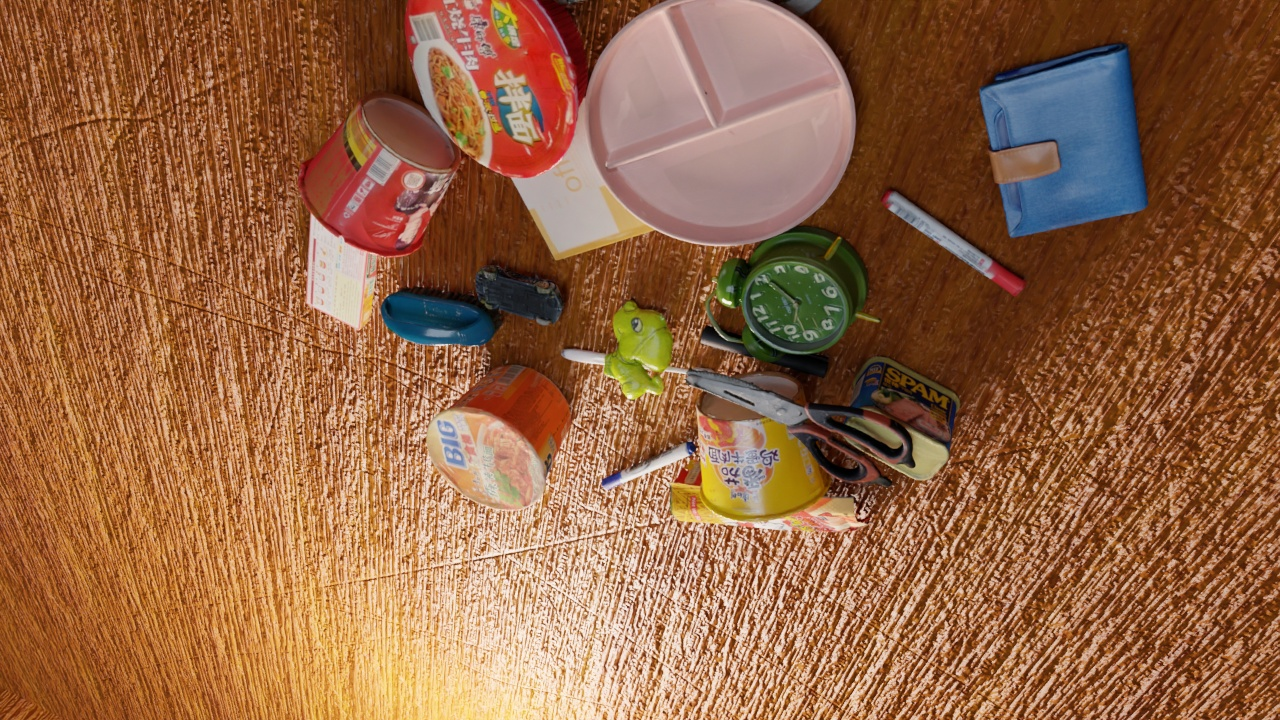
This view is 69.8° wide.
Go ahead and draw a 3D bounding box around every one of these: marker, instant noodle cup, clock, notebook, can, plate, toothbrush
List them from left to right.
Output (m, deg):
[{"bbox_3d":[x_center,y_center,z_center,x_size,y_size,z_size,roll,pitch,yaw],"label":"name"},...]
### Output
[{"bbox_3d":[-0.249,-0.187,0.907,0.138,0.137,0.109,41,122,-8],"label":"instant noodle cup"},{"bbox_3d":[-0.157,0.084,1.073,0.151,0.111,0.152,13,129,16],"label":"instant noodle cup"},{"bbox_3d":[-0.117,-0.263,0.809,0.194,0.065,0.194,23,137,24],"label":"instant noodle cup"},{"bbox_3d":[-0.032,-0.183,0.882,0.207,0.010,0.146,-12,118,31],"label":"notebook"},{"bbox_3d":[-0.006,0.006,1.008,0.180,0.016,0.016,9,125,19],"label":"toothbrush"},{"bbox_3d":[0.008,0.126,1.091,0.146,0.016,0.017,-28,109,37],"label":"marker"},{"bbox_3d":[0.066,-0.201,0.784,0.229,0.028,0.230,6,130,7],"label":"plate"},{"bbox_3d":[0.118,0.082,0.937,0.138,0.137,0.110,-2,116,26],"label":"instant noodle cup"},{"bbox_3d":[0.126,-0.010,0.933,0.132,0.020,0.022,17,113,12],"label":"marker"},{"bbox_3d":[0.136,-0.058,0.868,0.162,0.056,0.116,-16,115,34],"label":"clock"},{"bbox_3d":[0.250,0.056,0.881,0.102,0.083,0.057,28,131,3],"label":"can"},{"bbox_3d":[0.271,-0.103,0.797,0.145,0.017,0.017,34,131,-2],"label":"marker"}]

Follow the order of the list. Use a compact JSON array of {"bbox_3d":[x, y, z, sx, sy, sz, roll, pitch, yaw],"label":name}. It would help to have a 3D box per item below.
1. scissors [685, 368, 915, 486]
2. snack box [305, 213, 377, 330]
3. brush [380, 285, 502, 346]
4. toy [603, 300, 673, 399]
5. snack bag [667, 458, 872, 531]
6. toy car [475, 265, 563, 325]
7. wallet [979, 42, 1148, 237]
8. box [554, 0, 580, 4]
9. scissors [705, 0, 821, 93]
[{"bbox_3d":[0.141,0.063,0.856,0.210,0.015,0.182,-9,120,22],"label":"scissors"},{"bbox_3d":[-0.349,-0.113,1.072,0.077,0.026,0.156,26,131,5],"label":"snack box"},{"bbox_3d":[-0.232,-0.045,1.038,0.144,0.073,0.055,11,123,18],"label":"brush"},{"bbox_3d":[0.001,-0.010,0.976,0.096,0.031,0.100,48,120,2],"label":"toy"},{"bbox_3d":[0.143,0.157,1.009,0.208,0.073,0.128,5,163,26],"label":"snack bag"},{"bbox_3d":[-0.130,-0.073,0.997,0.106,0.031,0.049,17,131,14],"label":"toy car"},{"bbox_3d":[0.328,-0.167,0.712,0.107,0.040,0.133,-10,119,25],"label":"wallet"},{"bbox_3d":[-0.044,-0.379,0.710,0.090,0.063,0.184,3,123,22],"label":"box"},{"bbox_3d":[0.062,-0.277,0.756,0.170,0.019,0.175,44,126,-16],"label":"scissors"}]
